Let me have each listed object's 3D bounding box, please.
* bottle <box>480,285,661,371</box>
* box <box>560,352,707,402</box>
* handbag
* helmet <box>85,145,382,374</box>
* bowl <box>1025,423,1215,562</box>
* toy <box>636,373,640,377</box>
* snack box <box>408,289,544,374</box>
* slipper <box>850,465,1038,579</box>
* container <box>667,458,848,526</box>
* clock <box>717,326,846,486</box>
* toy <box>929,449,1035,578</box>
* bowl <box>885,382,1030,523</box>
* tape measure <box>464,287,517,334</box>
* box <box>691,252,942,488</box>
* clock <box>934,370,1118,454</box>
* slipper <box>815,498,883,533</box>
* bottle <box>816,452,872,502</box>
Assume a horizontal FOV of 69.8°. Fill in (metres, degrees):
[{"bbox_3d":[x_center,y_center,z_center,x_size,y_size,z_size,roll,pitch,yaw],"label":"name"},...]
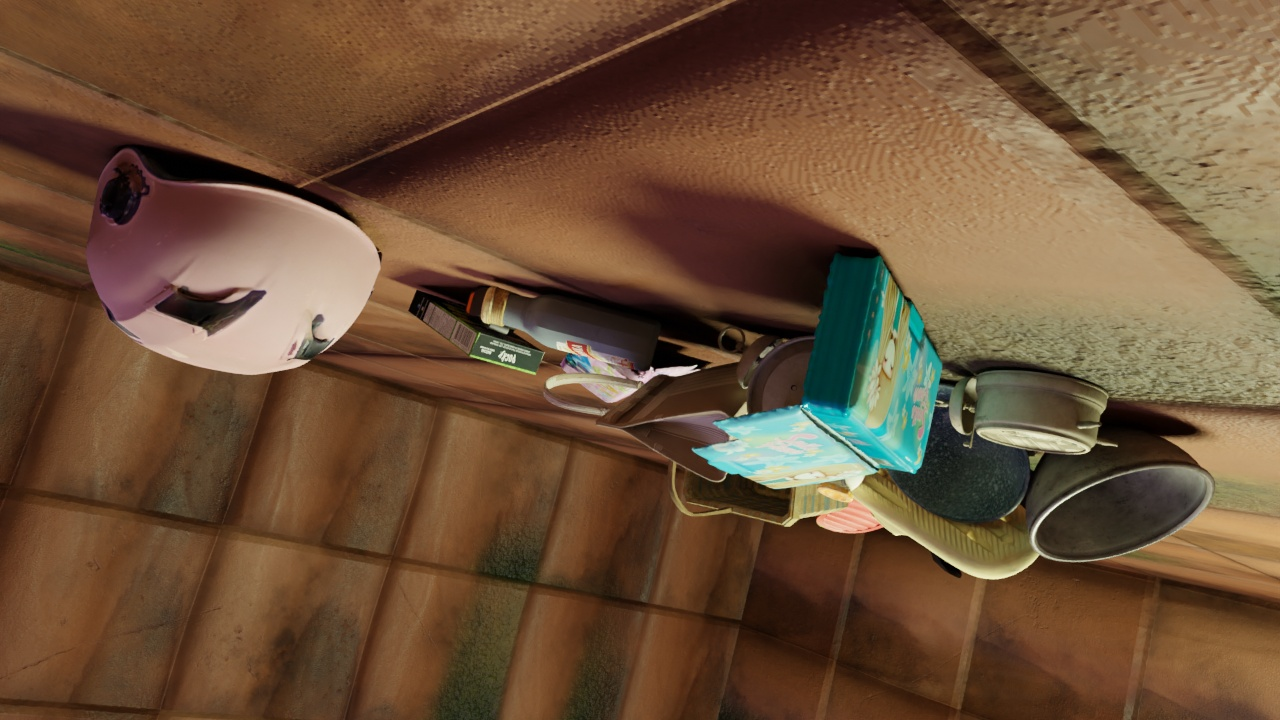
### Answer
[{"bbox_3d":[-0.064,-0.032,0.841,0.161,0.046,0.072,15,172,1],"label":"bottle"},{"bbox_3d":[-0.009,0.018,1.032,0.160,0.062,0.231,16,171,-7],"label":"box"},{"bbox_3d":[0.006,0.035,0.836,0.198,0.062,0.175,9,-164,17],"label":"handbag"},{"bbox_3d":[-0.349,-0.070,0.779,0.256,0.152,0.230,2,162,34],"label":"helmet"},{"bbox_3d":[0.385,0.103,0.765,0.145,0.067,0.145,-5,139,-4],"label":"bowl"},{"bbox_3d":[0.018,0.039,1.201,0.093,0.036,0.094,24,162,-23],"label":"toy"},{"bbox_3d":[-0.173,-0.031,0.953,0.080,0.025,0.148,18,-172,-42],"label":"snack box"},{"bbox_3d":[0.274,0.139,0.899,0.261,0.111,0.079,41,152,52],"label":"slipper"},{"bbox_3d":[0.121,0.115,1.134,0.186,0.157,0.250,7,176,-26],"label":"container"},{"bbox_3d":[0.128,0.023,0.755,0.157,0.103,0.061,39,-173,20],"label":"clock"},{"bbox_3d":[0.327,0.138,0.990,0.184,0.159,0.140,31,-170,20],"label":"toy"},{"bbox_3d":[0.285,0.071,0.813,0.137,0.137,0.057,7,-152,42],"label":"bowl"},{"bbox_3d":[-0.139,-0.046,0.905,0.058,0.038,0.059,20,170,-30],"label":"tape measure"},{"bbox_3d":[0.130,0.036,0.596,0.085,0.170,0.227,48,-171,28],"label":"box"},{"bbox_3d":[0.284,0.042,0.705,0.141,0.054,0.093,5,167,37],"label":"clock"},{"bbox_3d":[0.313,0.151,1.157,0.103,0.059,0.250,19,141,-26],"label":"slipper"},{"bbox_3d":[0.204,0.081,0.889,0.063,0.109,0.063,22,165,6],"label":"bottle"}]
